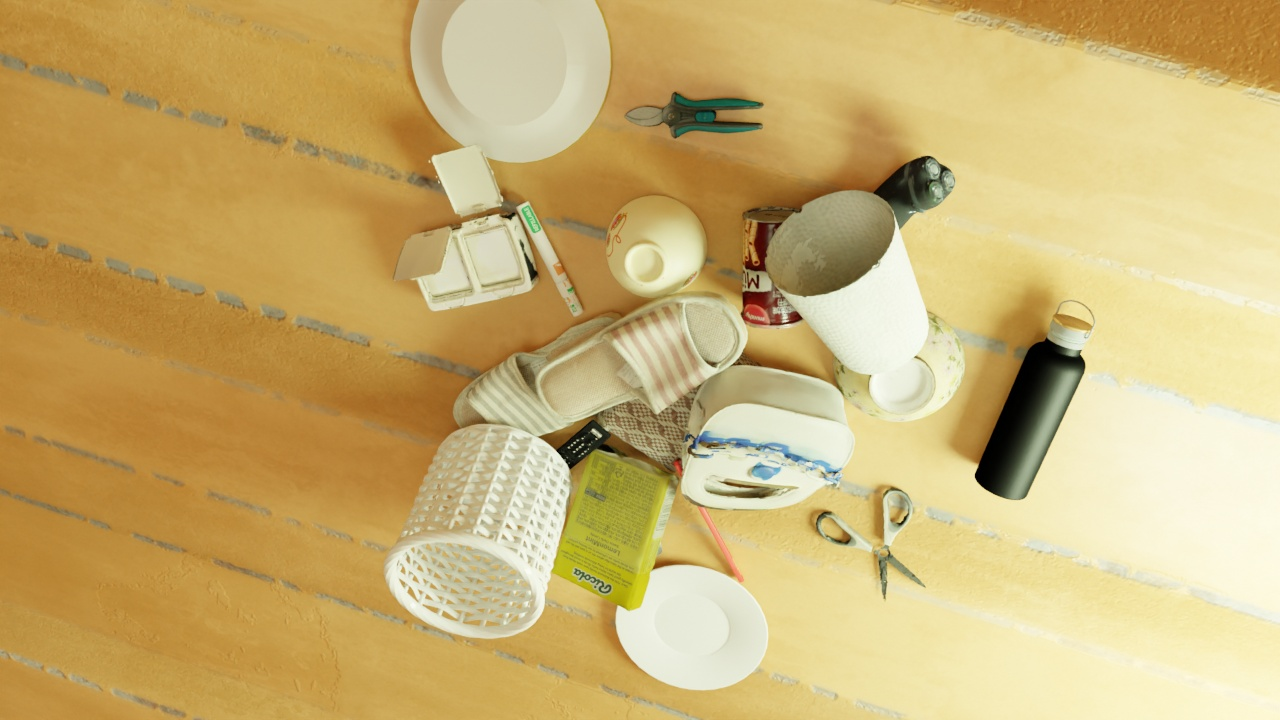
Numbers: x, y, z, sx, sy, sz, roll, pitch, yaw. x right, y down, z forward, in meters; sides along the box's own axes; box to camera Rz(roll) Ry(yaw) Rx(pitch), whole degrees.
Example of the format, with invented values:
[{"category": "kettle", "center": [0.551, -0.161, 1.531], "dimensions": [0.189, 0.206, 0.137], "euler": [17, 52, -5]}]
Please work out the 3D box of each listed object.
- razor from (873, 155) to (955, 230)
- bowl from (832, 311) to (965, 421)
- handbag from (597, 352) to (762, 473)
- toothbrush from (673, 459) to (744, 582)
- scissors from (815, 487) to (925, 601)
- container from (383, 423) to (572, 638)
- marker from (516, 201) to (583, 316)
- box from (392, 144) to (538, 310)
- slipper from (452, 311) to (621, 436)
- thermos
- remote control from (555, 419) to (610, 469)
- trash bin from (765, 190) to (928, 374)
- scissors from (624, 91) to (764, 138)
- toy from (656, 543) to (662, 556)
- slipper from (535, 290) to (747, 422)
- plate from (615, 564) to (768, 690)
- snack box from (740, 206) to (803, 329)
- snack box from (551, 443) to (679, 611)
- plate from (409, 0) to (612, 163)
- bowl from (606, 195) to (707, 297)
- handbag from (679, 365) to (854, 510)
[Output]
[{"category": "razor", "center": [0.264, -0.153, 0.962], "dimensions": [0.053, 0.063, 0.141], "euler": [26, 128, -22]}, {"category": "bowl", "center": [0.291, 0.016, 1.030], "dimensions": [0.145, 0.063, 0.145], "euler": [5, 115, 10]}, {"category": "handbag", "center": [0.048, 0.040, 1.102], "dimensions": [0.124, 0.046, 0.186], "euler": [35, 116, -13]}, {"category": "toothbrush", "center": [0.093, 0.205, 1.163], "dimensions": [0.018, 0.012, 0.212], "euler": [-25, 116, 6]}, {"category": "scissors", "center": [0.295, 0.227, 1.148], "dimensions": [0.157, 0.012, 0.171], "euler": [17, 115, 7]}, {"category": "container", "center": [-0.191, 0.207, 1.123], "dimensions": [0.189, 0.186, 0.190], "euler": [6, 130, 7]}, {"category": "marker", "center": [-0.105, -0.118, 1.081], "dimensions": [0.017, 0.017, 0.145], "euler": [-21, 107, 19]}, {"category": "box", "center": [-0.218, -0.141, 1.049], "dimensions": [0.144, 0.098, 0.184], "euler": [-12, 110, 17]}, {"category": "slipper", "center": [-0.118, 0.030, 1.131], "dimensions": [0.273, 0.053, 0.114], "euler": [-28, 109, 21]}, {"category": "thermos", "center": [0.439, 0.042, 1.011], "dimensions": [0.061, 0.061, 0.232], "euler": [15, 115, 5]}, {"category": "remote control", "center": [-0.081, 0.112, 1.150], "dimensions": [0.030, 0.009, 0.140], "euler": [40, 139, -7]}, {"category": "trash bin", "center": [0.223, -0.072, 0.948], "dimensions": [0.133, 0.133, 0.161], "euler": [-23, 135, 20]}, {"category": "scissors", "center": [0.058, -0.268, 0.981], "dimensions": [0.136, 0.019, 0.139], "euler": [40, 116, -4]}, {"category": "toy", "center": [-0.012, 0.258, 1.198], "dimensions": [0.076, 0.062, 0.100], "euler": [2, 108, -10]}, {"category": "slipper", "center": [-0.006, 0.006, 1.040], "dimensions": [0.263, 0.052, 0.115], "euler": [-22, 101, 22]}, {"category": "plate", "center": [0.069, 0.363, 1.253], "dimensions": [0.209, 0.015, 0.209], "euler": [4, 114, 10]}, {"category": "snack box", "center": [0.145, -0.102, 1.005], "dimensions": [0.072, 0.072, 0.121], "euler": [2, 113, 11]}, {"category": "snack box", "center": [-0.030, 0.205, 1.151], "dimensions": [0.121, 0.045, 0.181], "euler": [19, 95, 25]}, {"category": "plate", "center": [-0.145, -0.328, 0.995], "dimensions": [0.230, 0.021, 0.230], "euler": [4, 114, 10]}, {"category": "bowl", "center": [0.012, -0.118, 1.024], "dimensions": [0.118, 0.073, 0.118], "euler": [4, 114, 10]}, {"category": "handbag", "center": [0.138, 0.114, 1.070], "dimensions": [0.200, 0.092, 0.200], "euler": [10, 126, -11]}]
